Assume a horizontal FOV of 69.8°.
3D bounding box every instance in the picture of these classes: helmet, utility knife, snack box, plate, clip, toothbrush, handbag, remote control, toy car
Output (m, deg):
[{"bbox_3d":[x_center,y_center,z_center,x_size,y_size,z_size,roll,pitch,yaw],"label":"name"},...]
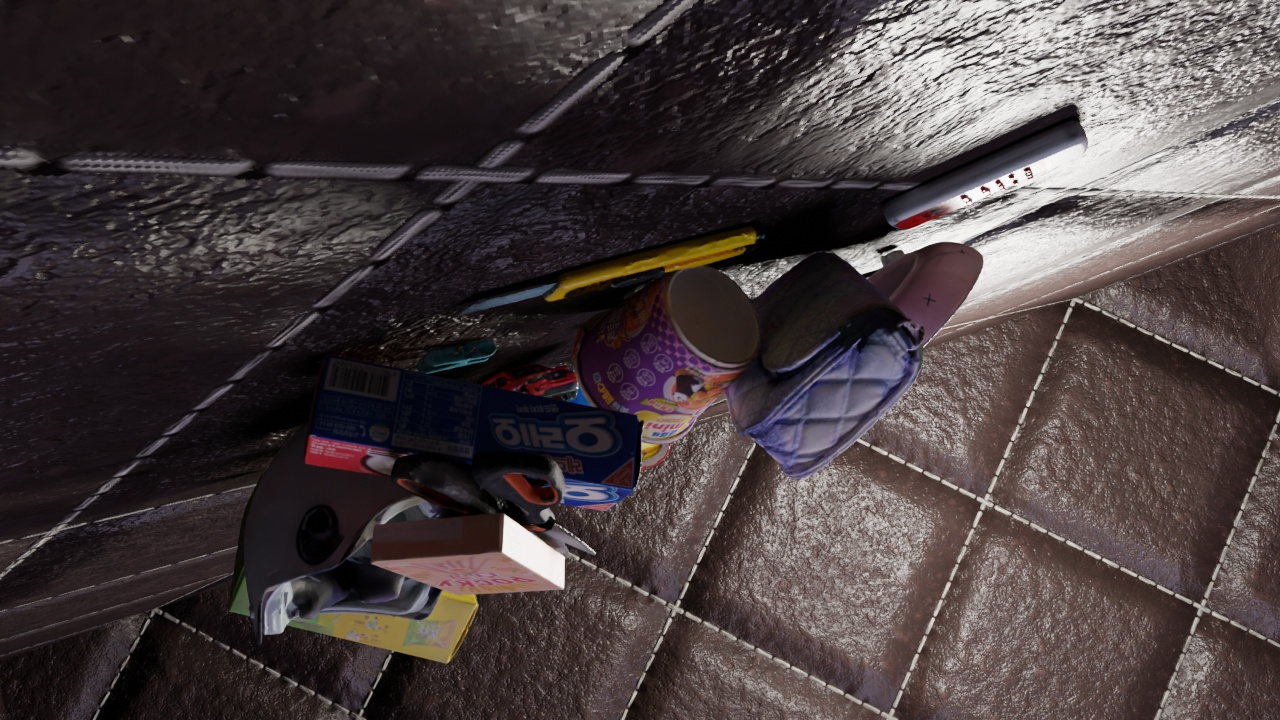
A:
[{"bbox_3d":[-0.191,0.101,0.719,0.259,0.146,0.228,-39,156,24],"label":"helmet"},{"bbox_3d":[-0.011,-0.053,0.563,0.206,0.015,0.033,-16,169,-17],"label":"utility knife"},{"bbox_3d":[-0.103,0.050,0.588,0.207,0.057,0.058,12,152,-18],"label":"snack box"},{"bbox_3d":[-0.110,0.135,0.621,0.084,0.026,0.157,-6,157,8],"label":"snack box"},{"bbox_3d":[-0.272,0.195,0.875,0.210,0.070,0.157,23,-171,-24],"label":"snack box"},{"bbox_3d":[0.202,-0.037,0.784,0.192,0.039,0.192,-46,-175,5],"label":"plate"},{"bbox_3d":[-0.128,-0.003,0.644,0.056,0.014,0.040,-15,172,-30],"label":"clip"},{"bbox_3d":[0.166,-0.069,0.877,0.181,0.018,0.015,-19,-167,15],"label":"toothbrush"},{"bbox_3d":[0.122,-0.006,0.668,0.134,0.075,0.193,-44,-166,11],"label":"handbag"},{"bbox_3d":[0.237,-0.125,0.634,0.136,0.020,0.055,-22,171,26],"label":"remote control"},{"bbox_3d":[-0.103,0.027,0.792,0.052,0.045,0.121,-15,177,-43],"label":"toy car"}]

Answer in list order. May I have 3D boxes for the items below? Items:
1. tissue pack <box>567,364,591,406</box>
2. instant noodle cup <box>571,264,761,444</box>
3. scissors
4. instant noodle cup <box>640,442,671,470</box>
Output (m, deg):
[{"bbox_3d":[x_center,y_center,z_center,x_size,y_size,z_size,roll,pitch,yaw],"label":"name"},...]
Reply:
[{"bbox_3d":[-0.005,0.005,0.847,0.094,0.052,0.158,-11,169,-33],"label":"tissue pack"},{"bbox_3d":[0.024,-0.009,0.645,0.111,0.111,0.099,-12,162,-40],"label":"instant noodle cup"},{"bbox_3d":[-0.063,0.104,0.604,0.163,0.021,0.233,-17,148,37],"label":"scissors"},{"bbox_3d":[-0.039,0.063,0.996,0.116,0.116,0.123,-19,161,7],"label":"instant noodle cup"}]
